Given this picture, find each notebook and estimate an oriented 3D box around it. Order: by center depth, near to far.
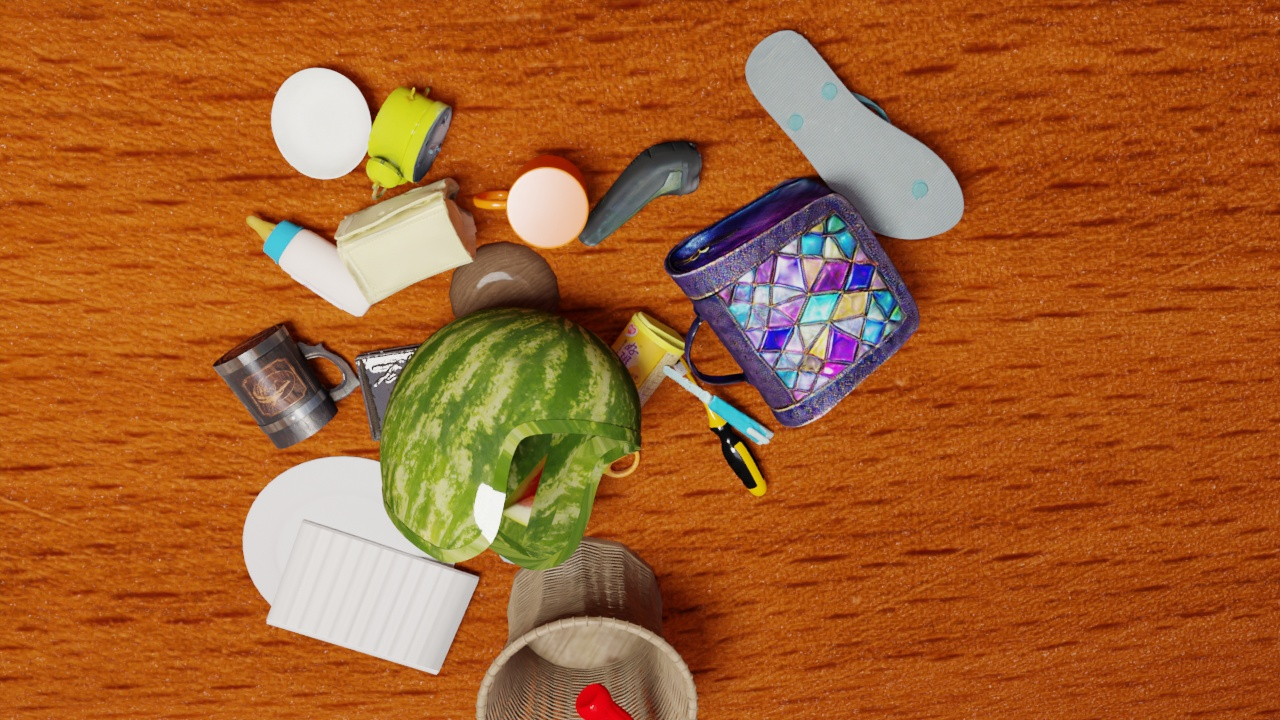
[{"bbox_3d":[-0.313,0.280,1.072,0.209,0.009,0.143,21,106,-11],"label":"notebook"}]

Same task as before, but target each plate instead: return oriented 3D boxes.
[{"bbox_3d":[-0.306,-0.230,0.894,0.104,0.026,0.104,3,104,11],"label":"plate"},{"bbox_3d":[-0.339,0.225,1.065,0.242,0.016,0.243,-1,110,-4],"label":"plate"}]

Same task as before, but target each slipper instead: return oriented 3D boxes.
[{"bbox_3d":[0.211,-0.220,0.936,0.269,0.054,0.098,41,105,-5],"label":"slipper"}]

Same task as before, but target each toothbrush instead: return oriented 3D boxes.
[{"bbox_3d":[0.090,0.074,1.038,0.030,0.031,0.197,-39,106,-24],"label":"toothbrush"}]

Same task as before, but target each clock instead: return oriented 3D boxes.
[{"bbox_3d":[-0.227,-0.206,0.886,0.057,0.083,0.119,27,102,-7],"label":"clock"}]

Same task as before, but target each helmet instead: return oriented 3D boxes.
[{"bbox_3d":[-0.129,0.064,0.894,0.243,0.213,0.247,36,92,29],"label":"helmet"}]

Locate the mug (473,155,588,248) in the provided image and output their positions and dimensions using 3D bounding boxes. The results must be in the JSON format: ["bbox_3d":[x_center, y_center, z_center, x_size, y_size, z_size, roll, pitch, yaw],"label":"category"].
[{"bbox_3d":[-0.108,-0.158,0.904,0.112,0.096,0.078,1,109,-4],"label":"mug"}]

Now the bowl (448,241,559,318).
[{"bbox_3d":[-0.145,-0.065,0.969,0.118,0.030,0.118,-1,110,-4],"label":"bowl"}]

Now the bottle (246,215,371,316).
[{"bbox_3d":[-0.334,-0.102,0.932,0.146,0.051,0.051,35,103,-15],"label":"bottle"}]

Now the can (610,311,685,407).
[{"bbox_3d":[-0.006,0.006,0.985,0.067,0.067,0.105,33,104,-14],"label":"can"}]

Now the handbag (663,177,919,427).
[{"bbox_3d":[0.142,-0.057,0.940,0.222,0.125,0.205,-36,110,6],"label":"handbag"}]

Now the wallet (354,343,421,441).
[{"bbox_3d":[-0.240,0.032,0.995,0.120,0.031,0.099,-8,106,-6],"label":"wallet"}]

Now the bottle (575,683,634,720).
[{"bbox_3d":[-0.018,0.374,0.920,0.036,0.036,0.119,-34,109,8],"label":"bottle"}]

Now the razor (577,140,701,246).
[{"bbox_3d":[0.000,-0.166,0.937,0.152,0.053,0.067,-41,117,15],"label":"razor"}]

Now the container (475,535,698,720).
[{"bbox_3d":[-0.060,0.328,1.026,0.227,0.196,0.227,-1,109,-4],"label":"container"}]

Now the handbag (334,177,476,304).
[{"bbox_3d":[-0.229,-0.123,0.900,0.119,0.111,0.081,-21,121,5],"label":"handbag"}]

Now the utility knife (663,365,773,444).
[{"bbox_3d":[0.087,0.048,1.003,0.022,0.015,0.181,-43,127,14],"label":"utility knife"}]

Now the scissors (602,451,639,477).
[{"bbox_3d":[-0.063,0.124,1.051,0.128,0.013,0.064,-27,113,8],"label":"scissors"}]

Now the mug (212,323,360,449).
[{"bbox_3d":[-0.365,0.018,0.966,0.115,0.080,0.107,-36,111,-19],"label":"mug"}]

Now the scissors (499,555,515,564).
[{"bbox_3d":[-0.157,0.176,1.060,0.138,0.011,0.134,-36,109,13],"label":"scissors"}]
